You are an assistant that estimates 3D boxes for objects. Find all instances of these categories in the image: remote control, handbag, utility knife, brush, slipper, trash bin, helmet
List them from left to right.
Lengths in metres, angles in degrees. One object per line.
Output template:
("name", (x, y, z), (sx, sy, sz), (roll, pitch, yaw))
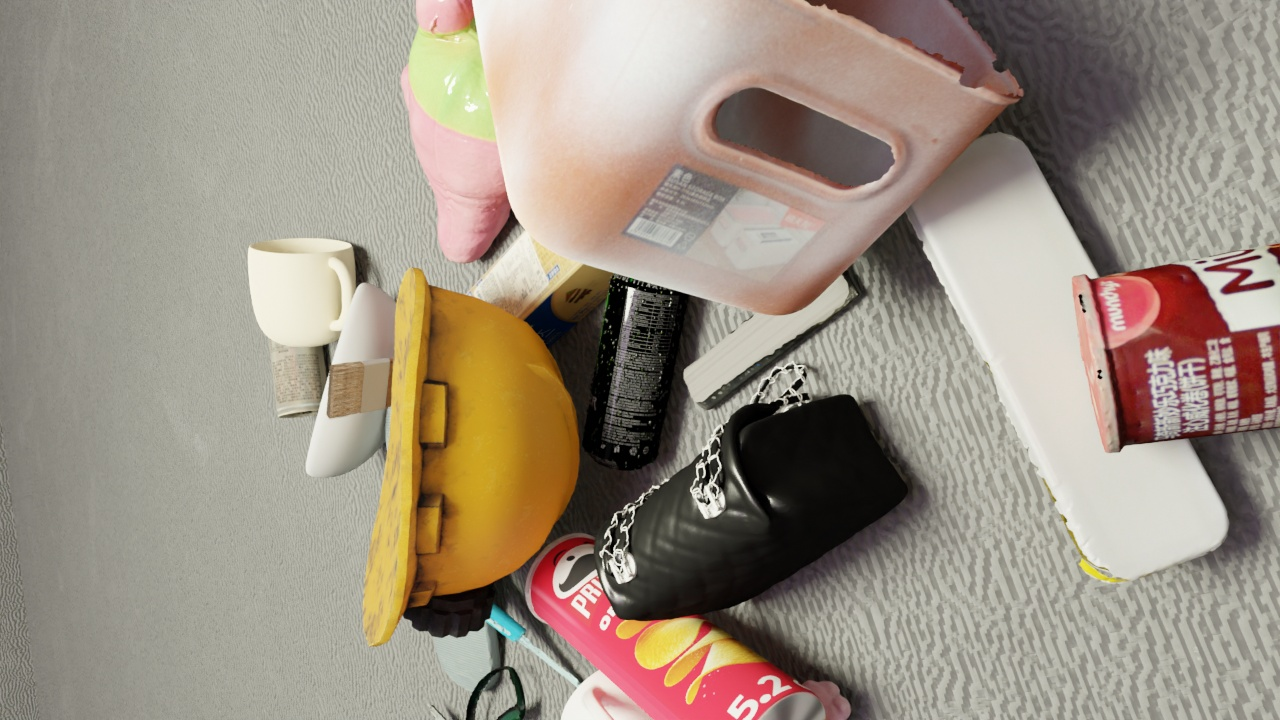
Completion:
("brush", (-0.175, 0.013, 0.721), (0.008, 0.142, 0.045), (38, 126, 40))
("slipper", (-0.149, 0.151, 0.778), (0.098, 0.054, 0.269), (-1, 103, 41))
("helmet", (-0.110, 0.069, 0.630), (0.205, 0.131, 0.256), (-120, 39, -61))
("utility knife", (-0.105, 0.207, 0.724), (0.176, 0.015, 0.022), (31, 126, 20))
("trash bin", (0.026, -0.166, 0.449), (0.158, 0.181, 0.259), (-51, 40, 37))
("handbag", (0.045, 0.071, 0.515), (0.154, 0.124, 0.114), (-41, 64, 39))
("remote control", (0.076, -0.015, 0.559), (0.137, 0.013, 0.033), (-40, 66, 37))

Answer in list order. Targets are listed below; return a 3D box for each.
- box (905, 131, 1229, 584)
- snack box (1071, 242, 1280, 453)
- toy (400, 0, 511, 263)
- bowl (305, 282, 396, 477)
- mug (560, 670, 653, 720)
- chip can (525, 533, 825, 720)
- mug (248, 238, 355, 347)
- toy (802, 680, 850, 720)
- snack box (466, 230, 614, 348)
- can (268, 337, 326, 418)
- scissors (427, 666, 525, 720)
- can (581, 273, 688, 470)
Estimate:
("box", (0.190, -0.006, 0.422), (0.067, 0.070, 0.210), (-26, 72, 21))
("snack box", (0.230, -0.009, 0.338), (0.121, 0.072, 0.072), (-11, 84, 24))
("toy", (-0.118, -0.163, 0.687), (0.192, 0.096, 0.237), (39, 141, 16))
("bowl", (-0.241, 0.023, 0.819), (0.177, 0.066, 0.176), (-165, 91, -75))
("mug", (-0.008, 0.244, 0.594), (0.081, 0.114, 0.088), (-43, 44, -12))
("chip can", (0.012, 0.181, 0.572), (0.221, 0.069, 0.069), (21, 107, 51))
("mug", (-0.323, -0.062, 0.902), (0.120, 0.096, 0.100), (13, 109, 32))
("toy", (0.085, 0.241, 0.546), (0.123, 0.038, 0.079), (-62, 39, 16))
("snack box", (-0.049, -0.071, 0.653), (0.207, 0.057, 0.056), (-38, 65, 41))
("can", (-0.364, -0.009, 0.972), (0.054, 0.054, 0.135), (-15, 82, 45))
("scissors", (-0.118, 0.348, 0.764), (0.201, 0.015, 0.204), (46, 126, 28))
("can", (-0.004, 0.004, 0.611), (0.054, 0.053, 0.138), (23, 109, 42))
